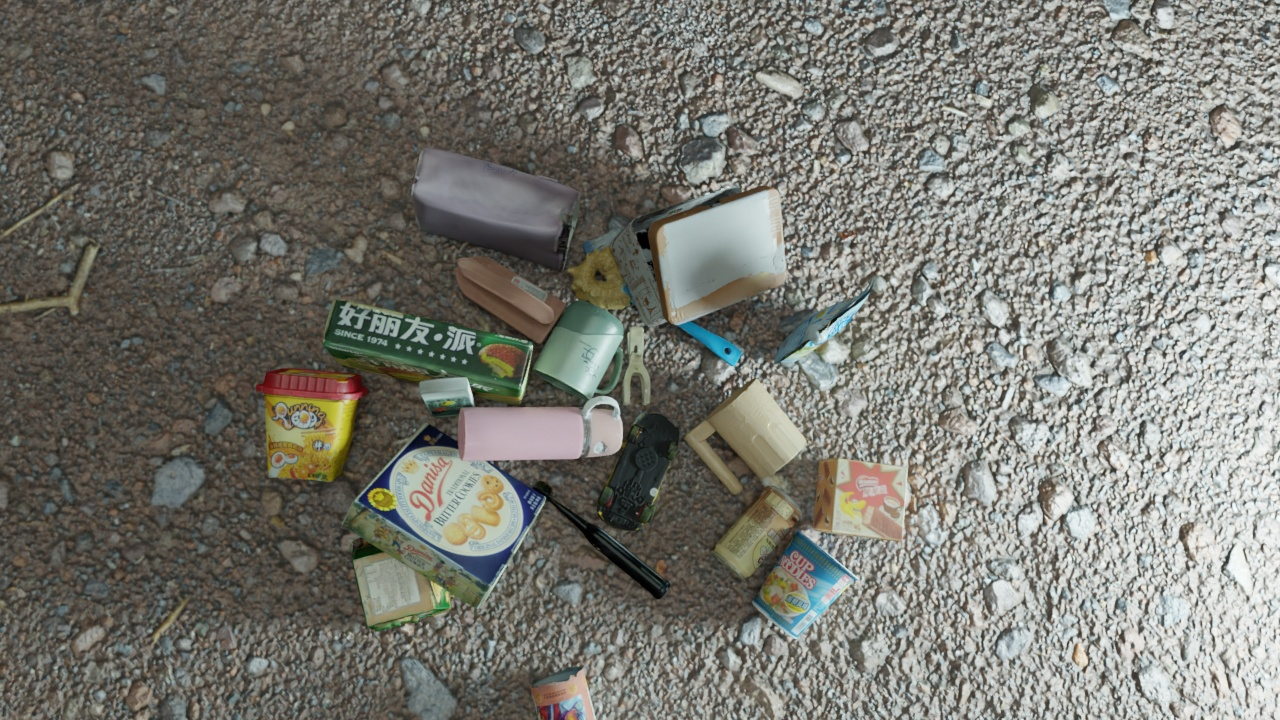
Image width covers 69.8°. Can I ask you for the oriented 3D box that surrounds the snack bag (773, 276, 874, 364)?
[{"bbox_3d":[0.226,-0.042,1.142,0.110,0.191,0.039,-33,85,-10],"label":"snack bag"}]

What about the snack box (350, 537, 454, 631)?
[{"bbox_3d":[-0.284,0.258,1.087,0.118,0.106,0.117,-14,83,-9],"label":"snack box"}]

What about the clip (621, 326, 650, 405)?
[{"bbox_3d":[-0.008,0.010,1.195,0.034,0.076,0.103,-2,73,-6],"label":"clip"}]

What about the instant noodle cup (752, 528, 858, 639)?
[{"bbox_3d":[0.201,0.284,1.147,0.099,0.099,0.110,39,87,0],"label":"instant noodle cup"}]

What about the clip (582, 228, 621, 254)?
[{"bbox_3d":[-0.048,-0.156,1.215,0.056,0.028,0.024,-24,84,1],"label":"clip"}]

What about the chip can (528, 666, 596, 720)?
[{"bbox_3d":[-0.074,0.482,1.096,0.071,0.071,0.214,-14,83,-8],"label":"chip can"}]

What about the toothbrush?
[{"bbox_3d":[-0.051,0.224,1.159,0.212,0.026,0.027,40,45,2],"label":"toothbrush"}]

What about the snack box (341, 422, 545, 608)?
[{"bbox_3d":[-0.223,0.176,1.077,0.182,0.177,0.046,32,119,-1],"label":"snack box"}]

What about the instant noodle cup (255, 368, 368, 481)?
[{"bbox_3d":[-0.396,0.077,1.104,0.116,0.116,0.123,5,93,-6],"label":"instant noodle cup"}]

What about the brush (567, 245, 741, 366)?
[{"bbox_3d":[0.022,-0.066,1.200,0.254,0.046,0.083,30,73,-6],"label":"brush"}]

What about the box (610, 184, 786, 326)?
[{"bbox_3d":[0.083,-0.133,1.135,0.181,0.158,0.148,-22,84,-25],"label":"box"}]

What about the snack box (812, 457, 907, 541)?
[{"bbox_3d":[0.280,0.178,1.174,0.093,0.077,0.094,8,81,-5],"label":"snack box"}]

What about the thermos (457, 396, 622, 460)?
[{"bbox_3d":[-0.121,0.082,1.129,0.198,0.087,0.067,0,37,-16],"label":"thermos"}]

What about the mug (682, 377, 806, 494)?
[{"bbox_3d":[0.133,0.100,1.175,0.125,0.084,0.103,-40,89,14],"label":"mug"}]

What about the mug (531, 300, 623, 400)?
[{"bbox_3d":[-0.066,-0.008,1.167,0.111,0.082,0.106,35,77,-31],"label":"mug"}]

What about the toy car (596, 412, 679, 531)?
[{"bbox_3d":[-0.001,0.142,1.167,0.071,0.041,0.155,24,82,-3],"label":"toy car"}]

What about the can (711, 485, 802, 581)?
[{"bbox_3d":[0.148,0.218,1.164,0.058,0.058,0.116,43,80,1],"label":"can"}]

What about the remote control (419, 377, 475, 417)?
[{"bbox_3d":[-0.231,0.046,1.107,0.056,0.135,0.019,-5,75,-8],"label":"remote control"}]

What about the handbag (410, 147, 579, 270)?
[{"bbox_3d":[-0.177,-0.194,1.143,0.197,0.145,0.098,15,83,-5],"label":"handbag"}]

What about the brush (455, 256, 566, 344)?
[{"bbox_3d":[-0.170,-0.084,1.165,0.145,0.073,0.063,33,81,1],"label":"brush"}]

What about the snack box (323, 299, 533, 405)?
[{"bbox_3d":[-0.254,-0.008,1.122,0.240,0.115,0.063,13,76,-5],"label":"snack box"}]
